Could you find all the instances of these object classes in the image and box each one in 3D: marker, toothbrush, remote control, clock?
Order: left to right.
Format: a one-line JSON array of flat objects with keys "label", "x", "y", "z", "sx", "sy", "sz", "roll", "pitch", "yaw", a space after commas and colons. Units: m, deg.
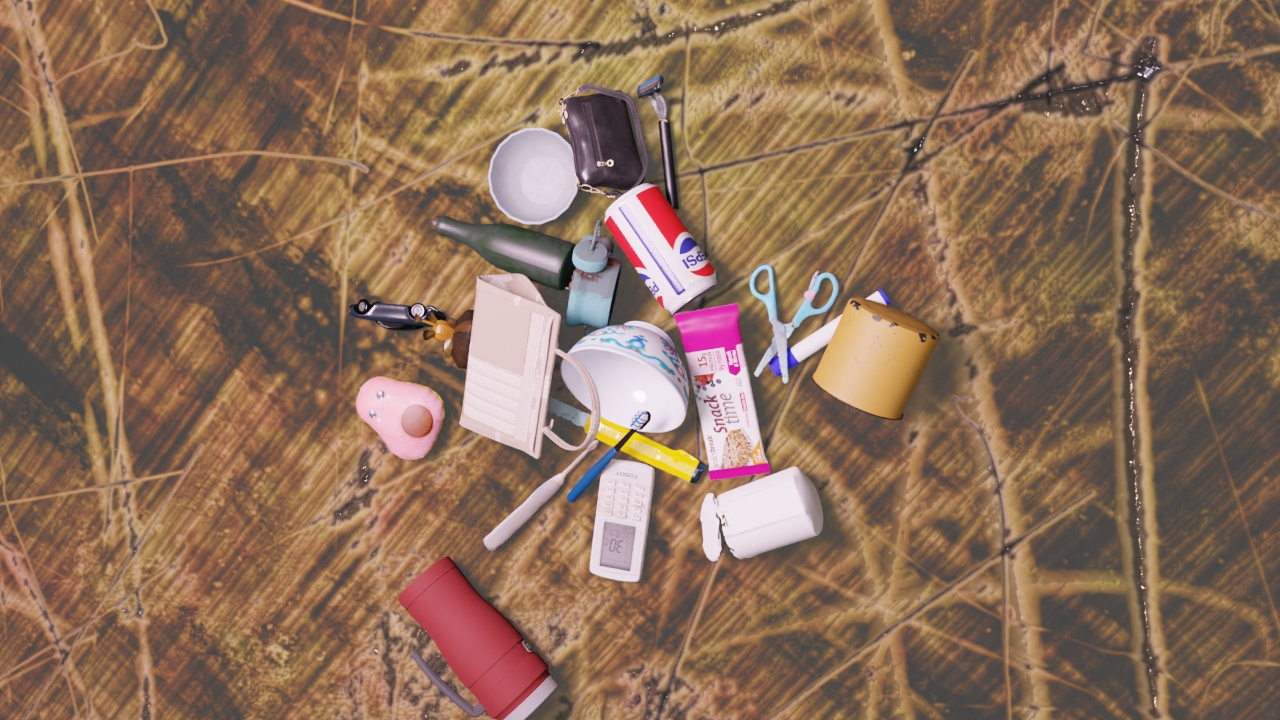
[{"label": "toothbrush", "x": -0.114, "y": 0.156, "z": 1.067, "sx": 0.186, "sy": 0.024, "sz": 0.022, "roll": -45, "pitch": 123, "yaw": 12}, {"label": "clock", "x": -0.051, "y": -0.091, "z": 1.001, "sx": 0.053, "sy": 0.090, "sz": 0.124, "roll": 12, "pitch": 111, "yaw": 0}, {"label": "toothbrush", "x": -0.038, "y": 0.109, "z": 1.020, "sx": 0.168, "sy": 0.014, "sz": 0.014, "roll": -49, "pitch": 49, "yaw": 33}, {"label": "remote control", "x": -0.020, "y": 0.182, "z": 1.045, "sx": 0.060, "sy": 0.025, "sz": 0.138, "roll": 8, "pitch": 96, "yaw": 12}, {"label": "marker", "x": 0.201, "y": -0.030, "z": 0.984, "sx": 0.142, "sy": 0.020, "sz": 0.020, "roll": -34, "pitch": 86, "yaw": 13}]

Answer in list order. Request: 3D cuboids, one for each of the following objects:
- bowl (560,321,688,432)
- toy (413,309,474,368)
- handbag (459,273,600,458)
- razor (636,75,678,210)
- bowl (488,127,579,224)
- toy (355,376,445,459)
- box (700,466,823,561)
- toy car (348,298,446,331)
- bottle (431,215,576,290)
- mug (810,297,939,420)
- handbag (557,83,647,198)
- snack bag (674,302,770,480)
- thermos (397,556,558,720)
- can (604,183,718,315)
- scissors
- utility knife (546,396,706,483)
[{"label": "bowl", "x": -0.006, "y": 0.006, "z": 0.994, "sx": 0.144, "sy": 0.144, "sz": 0.074, "roll": 19, "pitch": 58, "yaw": 11}, {"label": "toy", "x": -0.212, "y": -0.030, "z": 1.045, "sx": 0.063, "sy": 0.100, "sz": 0.076, "roll": -36, "pitch": 43, "yaw": 47}, {"label": "handbag", "x": -0.109, "y": 0.024, "z": 0.969, "sx": 0.198, "sy": 0.062, "sz": 0.176, "roll": 31, "pitch": 120, "yaw": 41}, {"label": "razor", "x": 0.026, "y": -0.237, "z": 1.011, "sx": 0.043, "sy": 0.022, "sz": 0.144, "roll": -2, "pitch": 100, "yaw": 55}, {"label": "bowl", "x": -0.114, "y": -0.205, "z": 1.034, "sx": 0.106, "sy": 0.039, "sz": 0.106, "roll": 1, "pitch": 94, "yaw": 13}, {"label": "toy", "x": -0.286, "y": 0.063, "z": 1.085, "sx": 0.110, "sy": 0.051, "sz": 0.090, "roll": 25, "pitch": 97, "yaw": 11}, {"label": "box", "x": 0.120, "y": 0.168, "z": 0.983, "sx": 0.143, "sy": 0.089, "sz": 0.080, "roll": -23, "pitch": 69, "yaw": 15}, {"label": "toy car", "x": -0.285, "y": -0.052, "z": 1.080, "sx": 0.112, "sy": 0.046, "sz": 0.034, "roll": 5, "pitch": 89, "yaw": 11}, {"label": "bottle", "x": -0.158, "y": -0.131, "z": 1.042, "sx": 0.174, "sy": 0.055, "sz": 0.055, "roll": 19, "pitch": 98, "yaw": 12}, {"label": "mug", "x": 0.248, "y": -0.003, "z": 0.935, "sx": 0.100, "sy": 0.123, "sz": 0.094, "roll": 45, "pitch": 118, "yaw": 52}, {"label": "handbag", "x": -0.043, "y": -0.238, "z": 0.991, "sx": 0.079, "sy": 0.054, "sz": 0.128, "roll": -11, "pitch": 84, "yaw": -22}, {"label": "snack bag", "x": 0.090, "y": 0.038, "z": 0.996, "sx": 0.070, "sy": 0.016, "sz": 0.196, "roll": -8, "pitch": 107, "yaw": 15}, {"label": "thermos", "x": -0.197, "y": 0.334, "z": 1.059, "sx": 0.107, "sy": 0.084, "sz": 0.198, "roll": -40, "pitch": 81, "yaw": -23}, {"label": "can", "x": 0.023, "y": -0.120, "z": 0.992, "sx": 0.070, "sy": 0.070, "sz": 0.132, "roll": -35, "pitch": 86, "yaw": 13}, {"label": "scissors", "x": 0.145, "y": -0.047, "z": 0.989, "sx": 0.111, "sy": 0.015, "sz": 0.140, "roll": 34, "pitch": 87, "yaw": 17}, {"label": "utility knife", "x": -0.030, "y": 0.082, "z": 1.045, "sx": 0.224, "sy": 0.019, "sz": 0.030, "roll": 25, "pitch": 87, "yaw": 7}]
